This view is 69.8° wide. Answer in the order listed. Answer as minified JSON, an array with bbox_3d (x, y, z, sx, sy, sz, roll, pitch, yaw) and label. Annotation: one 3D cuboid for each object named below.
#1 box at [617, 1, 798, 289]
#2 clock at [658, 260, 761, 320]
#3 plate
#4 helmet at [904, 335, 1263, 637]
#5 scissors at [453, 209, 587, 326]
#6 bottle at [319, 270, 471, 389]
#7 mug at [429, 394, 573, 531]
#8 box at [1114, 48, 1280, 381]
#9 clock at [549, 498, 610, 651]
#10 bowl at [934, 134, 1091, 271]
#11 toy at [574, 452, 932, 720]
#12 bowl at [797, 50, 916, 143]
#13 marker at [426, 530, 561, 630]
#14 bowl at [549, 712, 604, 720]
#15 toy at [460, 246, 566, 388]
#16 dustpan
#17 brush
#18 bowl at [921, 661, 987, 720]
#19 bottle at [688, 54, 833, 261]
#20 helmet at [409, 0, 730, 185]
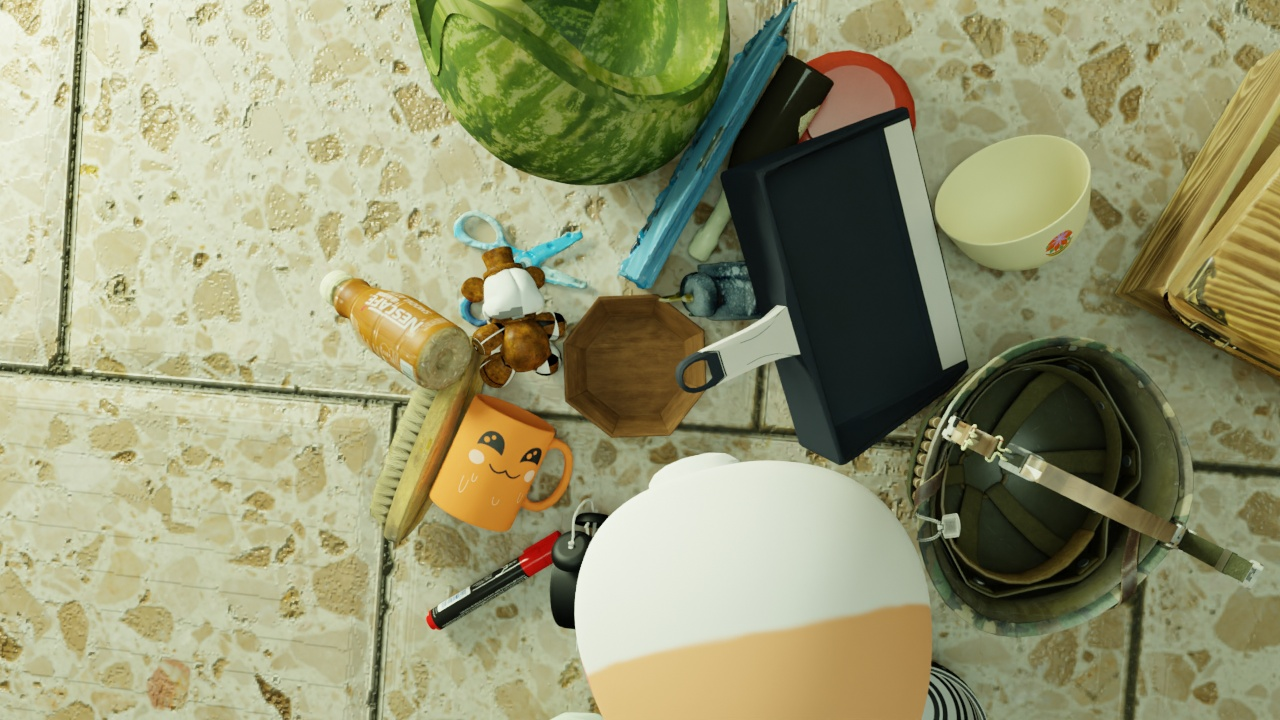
[{"bbox_3d":[0.050,-0.161,0.733,0.033,0.174,0.231,29,94,-5],"label":"box"},{"bbox_3d":[0.079,-0.061,0.773,0.129,0.090,0.052,-4,96,-1],"label":"clock"},{"bbox_3d":[-0.005,0.005,0.811,0.131,0.025,0.131,0,91,3],"label":"plate"},{"bbox_3d":[0.296,0.094,0.675,0.192,0.236,0.224,26,76,0],"label":"helmet"},{"bbox_3d":[-0.114,-0.077,0.832,0.137,0.012,0.127,19,93,3],"label":"scissors"},{"bbox_3d":[-0.220,-0.034,0.798,0.167,0.059,0.059,30,94,31],"label":"bottle"},{"bbox_3d":[-0.114,0.095,0.809,0.112,0.078,0.096,24,93,-26],"label":"mug"},{"bbox_3d":[0.556,-0.072,0.665,0.279,0.220,0.259,30,95,3],"label":"box"},{"bbox_3d":[-0.045,0.179,0.789,0.043,0.091,0.121,0,104,16],"label":"clock"},{"bbox_3d":[0.312,-0.116,0.751,0.118,0.118,0.074,-38,129,5],"label":"bowl"},{"bbox_3d":[0.082,0.210,0.682,0.266,0.262,0.280,-21,66,28],"label":"toy"},{"bbox_3d":[0.177,-0.210,0.787,0.122,0.035,0.122,0,91,6],"label":"bowl"},{"bbox_3d":[-0.131,0.201,0.833,0.145,0.021,0.023,-32,65,5],"label":"marker"},{"bbox_3d":[-0.054,0.362,0.807,0.117,0.061,0.117,0,90,5],"label":"bowl"},{"bbox_3d":[-0.111,-0.040,0.799,0.087,0.067,0.112,-14,80,-28],"label":"toy"},{"bbox_3d":[0.139,-0.042,0.701,0.272,0.080,0.236,-22,106,-12],"label":"dustpan"},{"bbox_3d":[-0.188,0.067,0.816,0.043,0.059,0.195,22,89,16],"label":"brush"},{"bbox_3d":[0.225,0.305,0.775,0.120,0.066,0.120,0,91,6],"label":"bowl"},{"bbox_3d":[0.094,-0.164,0.777,0.045,0.045,0.185,33,112,4],"label":"bottle"},{"bbox_3d":[-0.053,-0.249,0.710,0.243,0.247,0.213,38,78,-30],"label":"helmet"}]
